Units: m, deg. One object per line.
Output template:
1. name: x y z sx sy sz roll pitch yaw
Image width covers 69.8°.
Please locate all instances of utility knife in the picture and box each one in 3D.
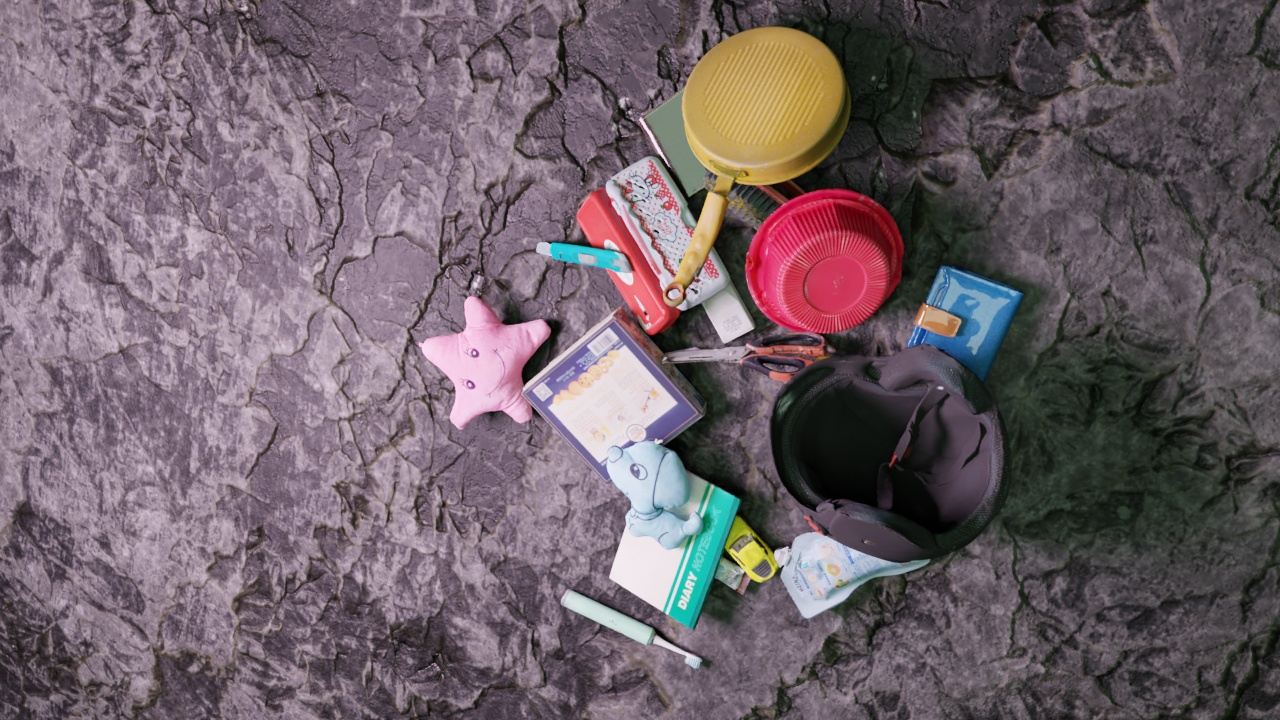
1. utility knife: -0.079 -0.138 1.218 0.180 0.013 0.029 15 121 41

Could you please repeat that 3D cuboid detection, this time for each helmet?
1. helmet: 0.288 0.116 1.078 0.275 0.230 0.233 23 72 23

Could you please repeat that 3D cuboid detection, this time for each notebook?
1. notebook: 0.045 0.252 1.282 0.150 0.012 0.209 26 109 27

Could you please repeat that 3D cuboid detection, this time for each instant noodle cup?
1. instant noodle cup: 0.226 -0.104 1.093 0.194 0.065 0.194 -2 120 -3

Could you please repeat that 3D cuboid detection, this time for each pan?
1. pan: 0.112 -0.228 1.082 0.198 0.078 0.357 25 80 22

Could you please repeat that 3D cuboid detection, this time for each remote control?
1. remote control: 0.100 -0.087 1.200 0.049 0.024 0.125 -29 93 23

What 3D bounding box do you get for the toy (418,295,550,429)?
1. toy: -0.228 0.010 1.299 0.178 0.074 0.195 16 105 -1

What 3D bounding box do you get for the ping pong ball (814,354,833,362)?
1. ping pong ball: 0.238 0.013 1.169 0.040 0.040 0.040 4 103 17

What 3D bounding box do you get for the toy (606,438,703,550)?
1. toy: 0.019 0.176 1.235 0.161 0.049 0.156 24 111 2

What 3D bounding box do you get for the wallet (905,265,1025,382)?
1. wallet: 0.387 -0.040 1.111 0.106 0.040 0.133 21 107 8

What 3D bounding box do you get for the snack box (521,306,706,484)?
1. snack box: -0.036 0.051 1.248 0.178 0.045 0.182 -38 101 22

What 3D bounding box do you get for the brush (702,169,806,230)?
1. brush: 0.147 -0.208 1.136 0.146 0.063 0.069 37 76 2

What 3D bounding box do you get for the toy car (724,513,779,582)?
1. toy car: 0.143 0.254 1.248 0.048 0.032 0.105 -42 79 1

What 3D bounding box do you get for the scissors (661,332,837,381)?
1. scissors: 0.132 0.001 1.169 0.206 0.192 0.015 -26 130 -14

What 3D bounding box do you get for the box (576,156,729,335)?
1. box: 0.009 -0.146 1.184 0.155 0.073 0.201 -35 82 30

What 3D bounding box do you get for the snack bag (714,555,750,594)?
1. snack bag: 0.105 0.285 1.281 0.104 0.026 0.048 24 108 10

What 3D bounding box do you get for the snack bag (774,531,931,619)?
1. snack bag: 0.275 0.260 1.208 0.191 0.038 0.110 -28 106 17

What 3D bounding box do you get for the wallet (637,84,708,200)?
1. wallet: 0.065 -0.281 1.172 0.096 0.020 0.122 -30 94 21

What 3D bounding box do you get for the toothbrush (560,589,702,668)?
1. toothbrush: -0.013 0.393 1.345 0.224 0.026 0.027 22 86 12

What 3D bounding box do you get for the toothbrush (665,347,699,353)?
1. toothbrush: -0.007 0.007 1.259 0.189 0.029 0.021 -13 60 19
